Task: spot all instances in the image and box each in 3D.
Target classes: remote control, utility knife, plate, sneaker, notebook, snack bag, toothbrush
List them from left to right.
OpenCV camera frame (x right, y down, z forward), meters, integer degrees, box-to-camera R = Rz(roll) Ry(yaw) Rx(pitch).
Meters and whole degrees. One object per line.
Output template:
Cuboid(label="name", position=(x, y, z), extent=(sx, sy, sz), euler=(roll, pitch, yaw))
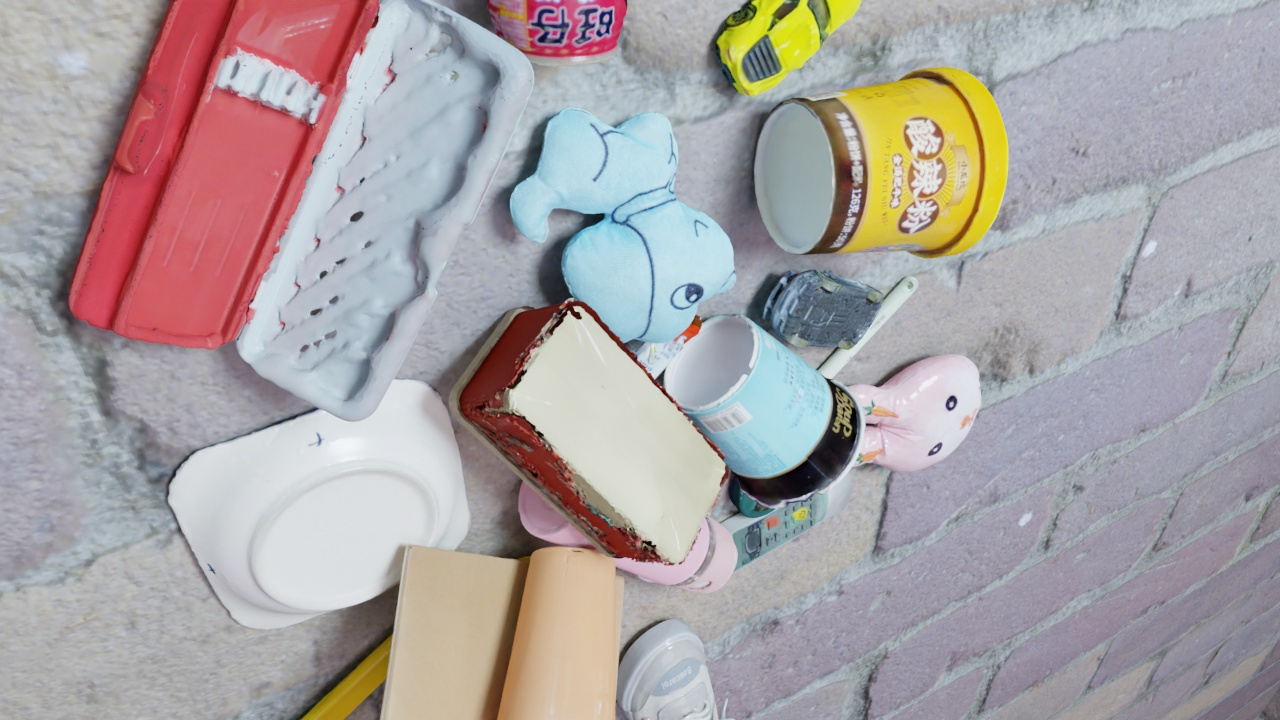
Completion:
Cuboid(label="utility knife", position=(-0.214, 0.244, 0.656), extent=(0.153, 0.015, 0.033), euler=(-43, 142, -2))
Cuboid(label="plate", position=(-0.181, 0.100, 0.559), extent=(0.164, 0.034, 0.164), euler=(-22, 132, -21))
Cuboid(label="notebook", position=(-0.083, 0.212, 0.622), extent=(0.211, 0.012, 0.149), euler=(23, 66, -48))
Cuboid(label="snack bag", position=(-0.004, 0.004, 0.615), extent=(0.048, 0.026, 0.104), euler=(34, 101, -31))
Cuboid(label="sneaker", position=(0.040, 0.341, 0.852), extent=(0.089, 0.091, 0.243), euler=(-26, 132, -18))
Cuboid(label="remote control", position=(0.128, 0.138, 0.811), extent=(0.135, 0.019, 0.056), euler=(-25, 132, -18))
Cuboid(label="toothbrush", position=(0.154, 0.005, 0.731), extent=(0.189, 0.029, 0.020), euler=(-47, 177, 3))

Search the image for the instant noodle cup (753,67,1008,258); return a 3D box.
Cuboid(label="instant noodle cup", position=(0.142, -0.118, 0.569), extent=(0.114, 0.118, 0.119), euler=(-9, 126, -20))

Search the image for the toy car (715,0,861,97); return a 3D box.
Cuboid(label="toy car", position=(0.091, -0.197, 0.528), extent=(0.105, 0.032, 0.048), euler=(-43, 135, -3))

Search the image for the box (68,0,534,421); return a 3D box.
Cuboid(label="box", position=(-0.156, -0.081, 0.422), extent=(0.159, 0.065, 0.201), euler=(24, 107, -22))

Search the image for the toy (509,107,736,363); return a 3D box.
Cuboid(label="toy", position=(-0.004, -0.069, 0.545), extent=(0.161, 0.050, 0.156), euler=(-7, 121, -29))

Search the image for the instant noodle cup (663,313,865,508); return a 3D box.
Cuboid(label="instant noodle cup", position=(0.080, 0.029, 0.646), extent=(0.111, 0.111, 0.120), euler=(-47, 126, 4))

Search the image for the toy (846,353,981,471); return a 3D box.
Cuboid(label="toy", position=(0.227, 0.051, 0.796), extent=(0.159, 0.054, 0.121), euler=(-10, 127, -19))

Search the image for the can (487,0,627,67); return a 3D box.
Cuboid(label="can", position=(-0.038, -0.189, 0.419), extent=(0.066, 0.066, 0.094), euler=(-15, 129, -26))

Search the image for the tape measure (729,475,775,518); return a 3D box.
Cuboid(label="tape measure", position=(0.102, 0.106, 0.766), extent=(0.058, 0.025, 0.055), euler=(-12, 127, -27))

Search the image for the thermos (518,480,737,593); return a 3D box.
Cuboid(label="thermos", position=(-0.008, 0.128, 0.684), extent=(0.087, 0.067, 0.198), euler=(-26, 143, 26))

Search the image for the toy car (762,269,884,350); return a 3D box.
Cuboid(label="toy car", position=(0.136, -0.038, 0.676), extent=(0.120, 0.037, 0.054), euler=(5, 118, -48))

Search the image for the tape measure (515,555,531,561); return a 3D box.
Cuboid(label="tape measure", position=(-0.087, 0.170, 0.679), extent=(0.060, 0.029, 0.057), euler=(9, 116, -43))

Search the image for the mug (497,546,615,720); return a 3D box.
Cuboid(label="mug", position=(-0.050, 0.190, 0.605), extent=(0.078, 0.122, 0.078), euler=(3, 153, 2))

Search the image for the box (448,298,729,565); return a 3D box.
Cuboid(label="box", position=(-0.021, 0.048, 0.550), extent=(0.168, 0.078, 0.091), euler=(48, 58, -28))
